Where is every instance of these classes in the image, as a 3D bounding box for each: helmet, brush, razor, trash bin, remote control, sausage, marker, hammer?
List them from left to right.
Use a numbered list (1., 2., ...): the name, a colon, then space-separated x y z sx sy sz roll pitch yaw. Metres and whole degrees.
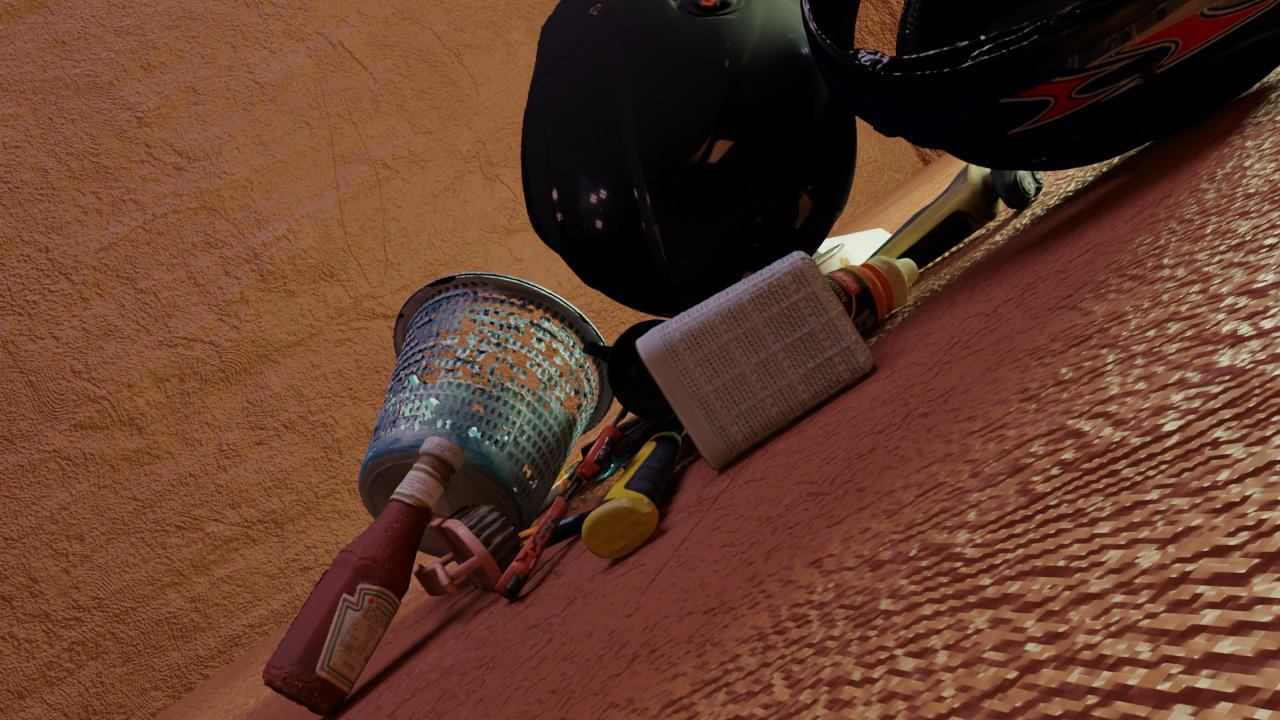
1. brush: -0.130 0.146 0.681 0.073 0.063 0.146 -35 3 -20
2. trash bin: -0.151 0.066 0.841 0.227 0.226 0.194 -34 27 36
3. marker: -0.060 0.125 0.682 0.124 0.015 0.018 -30 11 50
4. sausage: -0.081 0.126 0.976 0.022 0.021 0.164 -34 1 36
5. hammer: 0.012 0.066 0.634 0.126 0.032 0.322 -35 2 14
6. helmet: 0.049 -0.153 0.686 0.274 0.230 0.234 -32 -37 -6
7. remote control: 0.200 -0.098 0.837 0.124 0.049 0.024 -18 -40 -44
8. razor: 0.250 -0.110 0.755 0.168 0.062 0.067 -40 30 24
9. helmet: 0.273 -0.240 0.601 0.316 0.247 0.240 -35 -28 12

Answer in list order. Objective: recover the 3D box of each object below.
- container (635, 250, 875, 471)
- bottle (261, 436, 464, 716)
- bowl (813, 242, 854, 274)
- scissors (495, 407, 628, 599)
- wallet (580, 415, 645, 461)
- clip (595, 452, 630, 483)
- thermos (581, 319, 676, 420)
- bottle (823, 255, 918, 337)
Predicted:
1. container: 0.071 -0.006 0.551 0.111 0.090 0.090 -32 2 12
2. bottle: -0.189 0.146 0.657 0.060 0.060 0.205 -33 26 55
3. bowl: 0.131 -0.039 0.738 0.113 0.062 0.113 -35 3 2
4. scissors: -0.046 0.087 0.643 0.188 0.015 0.227 -56 0 -23
5. wallet: 0.008 0.062 0.927 0.125 0.032 0.101 -33 -1 41
6. clip: -0.029 0.095 0.865 0.013 0.038 0.055 -33 -7 39
7. thermos: -0.004 0.004 0.731 0.242 0.090 0.068 176 108 -87
8. bottle: 0.135 -0.034 0.645 0.149 0.067 0.067 -28 -1 -17
